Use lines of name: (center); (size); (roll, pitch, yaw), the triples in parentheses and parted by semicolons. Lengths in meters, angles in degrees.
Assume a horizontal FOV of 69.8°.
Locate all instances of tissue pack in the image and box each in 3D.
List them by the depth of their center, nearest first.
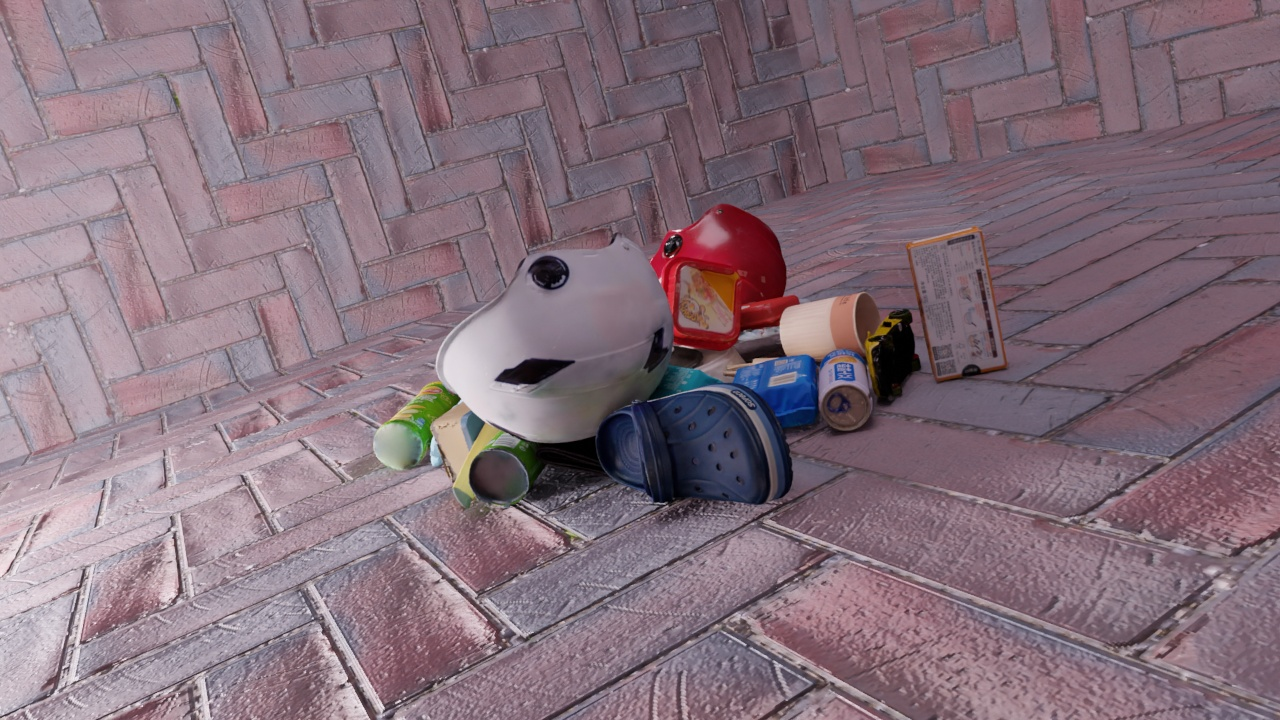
tissue pack: (0.036, 0.054, 1.010); (0.093, 0.050, 0.134); (-55, 19, -10)
tissue pack: (0.151, 0.038, 1.021); (0.095, 0.052, 0.156); (-11, 13, 14)

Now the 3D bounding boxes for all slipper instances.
slipper: (0.029, 0.081, 0.853); (0.095, 0.105, 0.253); (-16, 8, -36)

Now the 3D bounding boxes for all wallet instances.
wallet: (-0.056, 0.095, 1.035); (0.096, 0.020, 0.122); (14, 17, 8)
wallet: (0.169, 0.009, 1.144); (0.115, 0.024, 0.087); (-6, -3, 35)

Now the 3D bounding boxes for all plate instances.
plate: (-0.007, 0.007, 1.211); (0.179, 0.024, 0.179); (-16, 12, 3)
plate: (0.044, 0.022, 1.244); (0.205, 0.045, 0.204); (-15, 13, 3)

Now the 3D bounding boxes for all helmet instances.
helmet: (-0.069, 0.002, 0.974); (0.258, 0.146, 0.230); (-24, -28, -31)
helmet: (0.121, -0.113, 1.448); (0.240, 0.207, 0.143); (-32, 40, 13)

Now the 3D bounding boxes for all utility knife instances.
utility knife: (-0.182, 0.106, 1.073); (0.018, 0.031, 0.166); (-42, 18, 42)

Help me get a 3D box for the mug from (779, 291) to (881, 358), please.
mug: (0.252, -0.037, 1.184); (0.106, 0.081, 0.114); (-8, -12, 37)

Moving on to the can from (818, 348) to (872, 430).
can: (0.215, 0.029, 0.970); (0.053, 0.053, 0.134); (-13, 13, 14)

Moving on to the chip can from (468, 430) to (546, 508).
chip can: (-0.131, 0.094, 1.080); (0.072, 0.072, 0.235); (-13, 13, 13)

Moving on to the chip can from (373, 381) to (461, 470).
chip can: (-0.319, 0.092, 1.331); (0.072, 0.072, 0.221); (-14, 13, 7)

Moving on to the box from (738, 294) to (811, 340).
box: (0.163, -0.057, 1.316); (0.160, 0.059, 0.202); (-1, -5, -39)

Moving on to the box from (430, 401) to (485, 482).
box: (-0.193, 0.086, 1.160); (0.062, 0.090, 0.183); (-11, 16, 22)

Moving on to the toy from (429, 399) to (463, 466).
toy: (-0.233, 0.081, 1.242); (0.156, 0.050, 0.162); (-53, -9, -23)

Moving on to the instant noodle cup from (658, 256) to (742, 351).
instant noodle cup: (0.063, -0.069, 1.232); (0.116, 0.116, 0.124); (8, -9, -22)

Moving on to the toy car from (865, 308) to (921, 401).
toy car: (0.275, -0.007, 1.015); (0.041, 0.071, 0.155); (-7, 16, 31)

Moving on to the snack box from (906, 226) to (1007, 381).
snack box: (0.334, -0.058, 0.970); (0.075, 0.154, 0.026); (-13, 13, 13)
